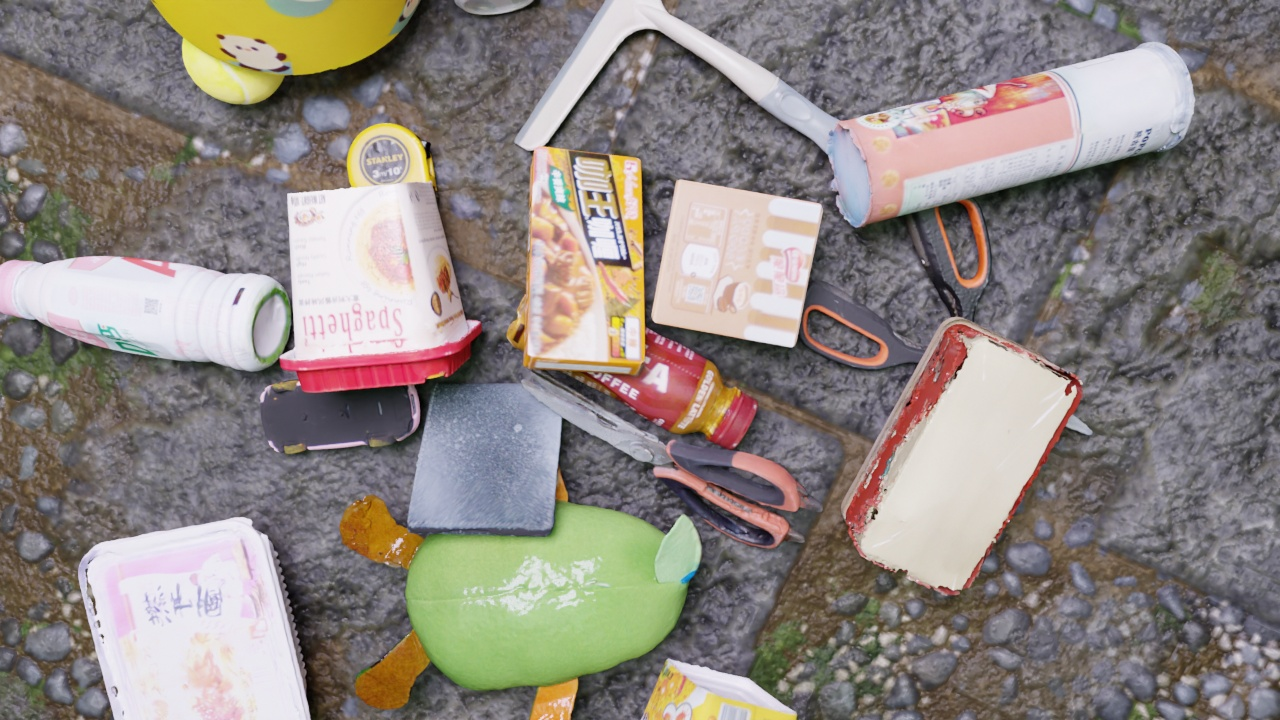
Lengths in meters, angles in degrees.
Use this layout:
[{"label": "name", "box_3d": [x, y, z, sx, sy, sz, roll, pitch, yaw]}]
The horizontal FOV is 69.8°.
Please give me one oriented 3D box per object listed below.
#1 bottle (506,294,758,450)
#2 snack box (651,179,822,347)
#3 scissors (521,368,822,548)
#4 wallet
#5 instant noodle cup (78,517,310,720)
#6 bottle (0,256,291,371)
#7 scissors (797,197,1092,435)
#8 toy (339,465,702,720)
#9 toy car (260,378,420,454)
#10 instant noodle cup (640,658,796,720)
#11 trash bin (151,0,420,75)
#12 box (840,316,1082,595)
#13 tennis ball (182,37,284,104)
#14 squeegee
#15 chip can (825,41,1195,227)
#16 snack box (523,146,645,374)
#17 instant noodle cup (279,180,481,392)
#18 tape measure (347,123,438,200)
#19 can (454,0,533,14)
[{"label": "bottle", "box_3d": [-0.004, 0.004, 0.634, 0.175, 0.057, 0.057, 29, 96, 0]}, {"label": "snack box", "box_3d": [0.062, -0.064, 0.615, 0.094, 0.077, 0.093, 10, 95, 2]}, {"label": "scissors", "box_3d": [0.022, 0.061, 0.623, 0.195, 0.015, 0.206, -6, 131, 34]}, {"label": "wallet", "box_3d": [-0.103, 0.065, 0.629, 0.097, 0.019, 0.120, 0, 53, 3]}, {"label": "instant noodle cup", "box_3d": [-0.311, 0.201, 0.664, 0.138, 0.060, 0.173, -11, 93, 3]}, {"label": "bottle", "box_3d": [-0.351, -0.038, 0.642, 0.197, 0.068, 0.068, 9, 95, 5]}, {"label": "scissors", "box_3d": [0.210, -0.011, 0.645, 0.224, 0.021, 0.221, -1, 101, 4]}, {"label": "toy", "box_3d": [-0.080, 0.161, 0.637, 0.247, 0.090, 0.227, -4, 82, -1]}, {"label": "toy car", "box_3d": [-0.214, 0.036, 0.658, 0.122, 0.037, 0.056, -6, 95, 15]}, {"label": "instant noodle cup", "box_3d": [0.043, 0.282, 0.630, 0.116, 0.116, 0.123, 20, 84, -19]}, {"label": "trash bin", "box_3d": [-0.210, -0.304, 0.490, 0.229, 0.256, 0.229, 3, 74, -10]}, {"label": "box", "box_3d": [0.209, 0.065, 0.609, 0.091, 0.079, 0.168, 24, 103, -3]}, {"label": "tennis ball", "box_3d": [-0.274, -0.207, 0.621, 0.065, 0.065, 0.065, 0, 95, 2]}, {"label": "squeegee", "box_3d": [0.079, -0.186, 0.623, 0.246, 0.039, 0.246, 34, 96, -1]}, {"label": "chip can", "box_3d": [0.233, -0.144, 0.590, 0.214, 0.071, 0.071, -15, 94, -4]}, {"label": "snack box", "box_3d": [-0.037, -0.067, 0.606, 0.075, 0.026, 0.153, 4, 69, -11]}, {"label": "instant noodle cup", "box_3d": [-0.173, -0.052, 0.601, 0.116, 0.116, 0.124, -6, 102, 3]}, {"label": "tape measure", "box_3d": [-0.174, -0.136, 0.643, 0.060, 0.029, 0.057, -8, 96, 3]}, {"label": "can", "box_3d": [-0.105, -0.297, 0.610, 0.058, 0.058, 0.116, -10, 94, 3]}]
